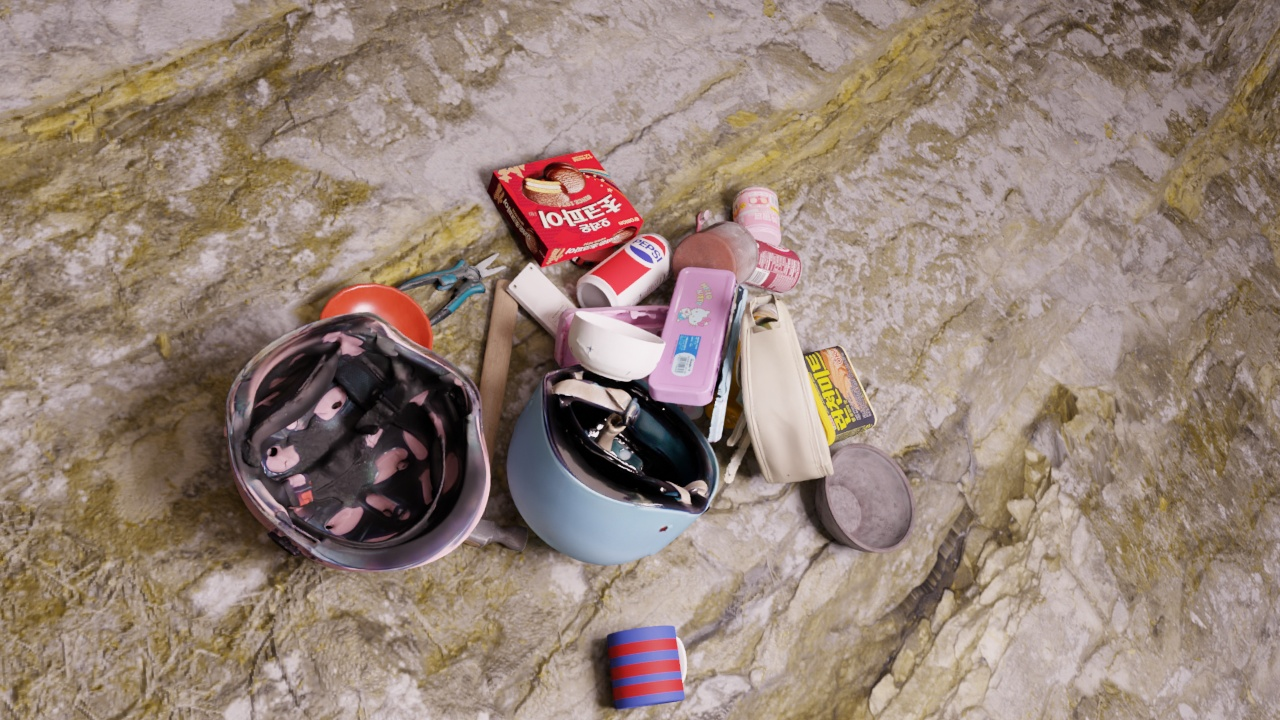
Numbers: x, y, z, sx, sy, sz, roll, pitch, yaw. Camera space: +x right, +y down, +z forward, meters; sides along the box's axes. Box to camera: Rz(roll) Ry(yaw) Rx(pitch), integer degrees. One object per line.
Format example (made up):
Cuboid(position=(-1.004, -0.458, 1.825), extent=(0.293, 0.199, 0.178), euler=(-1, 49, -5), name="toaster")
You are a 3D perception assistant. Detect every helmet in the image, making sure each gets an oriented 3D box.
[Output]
Cuboid(position=(-0.275, 0.096, 0.887), extent=(0.255, 0.153, 0.229), euler=(40, 52, -6), name="helmet")
Cuboid(position=(-0.038, 0.113, 0.994), extent=(0.225, 0.167, 0.264), euler=(45, 28, 10), name="helmet")

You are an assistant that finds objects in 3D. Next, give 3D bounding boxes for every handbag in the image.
Cuboid(position=(0.150, 0.046, 1.105), extent=(0.132, 0.229, 0.183), euler=(-10, 69, 10), name="handbag")

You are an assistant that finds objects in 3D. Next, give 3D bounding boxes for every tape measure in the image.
Cuboid(position=(-0.062, -0.143, 1.201), extent=(0.051, 0.019, 0.058), euler=(26, 50, -19), name="tape measure")

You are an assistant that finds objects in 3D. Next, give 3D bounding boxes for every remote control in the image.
Cuboid(position=(-0.103, -0.057, 1.132), extent=(0.136, 0.011, 0.050), euler=(46, 54, -13), name="remote control")

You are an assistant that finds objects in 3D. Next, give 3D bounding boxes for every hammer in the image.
Cuboid(position=(-0.170, 0.048, 1.046), extent=(0.119, 0.031, 0.330), euler=(17, 61, -22), name="hammer")

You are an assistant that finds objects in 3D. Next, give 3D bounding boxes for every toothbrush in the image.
Cuboid(position=(0.077, -0.160, 1.289), extent=(0.021, 0.016, 0.134), euler=(33, 55, -26), name="toothbrush")

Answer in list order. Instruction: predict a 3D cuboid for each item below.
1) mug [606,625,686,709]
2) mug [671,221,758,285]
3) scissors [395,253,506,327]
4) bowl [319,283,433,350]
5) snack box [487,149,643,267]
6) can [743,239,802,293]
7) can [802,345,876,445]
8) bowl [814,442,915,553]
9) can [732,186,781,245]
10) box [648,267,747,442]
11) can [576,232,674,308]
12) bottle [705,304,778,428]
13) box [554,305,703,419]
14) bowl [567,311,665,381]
Cuboid(position=(0.016, 0.332, 0.994), extent=(0.111, 0.075, 0.076), euler=(21, 54, -51), name="mug")
Cuboid(position=(0.093, -0.118, 1.212), extent=(0.096, 0.123, 0.110), euler=(28, 24, 19), name="mug")
Cuboid(position=(-0.223, -0.088, 1.087), extent=(0.150, 0.019, 0.120), euler=(7, 63, -28), name="scissors")
Cuboid(position=(-0.292, -0.023, 1.007), extent=(0.122, 0.035, 0.121), euler=(12, 62, -24), name="bowl")
Cuboid(position=(-0.096, -0.199, 1.183), extent=(0.151, 0.036, 0.132), euler=(-22, 68, -35), name="snack box")
Cuboid(position=(0.167, -0.137, 1.298), extent=(0.114, 0.063, 0.063), euler=(13, 62, -23), name="can")
Cuboid(position=(0.246, 0.051, 1.248), extent=(0.100, 0.073, 0.130), euler=(-13, 74, -36), name="can")
Cuboid(position=(0.283, 0.187, 1.205), extent=(0.144, 0.067, 0.144), euler=(12, 62, -24), name="bowl")
Cuboid(position=(0.168, -0.202, 1.327), extent=(0.067, 0.067, 0.076), euler=(13, 61, -24), name="can")
Cuboid(position=(0.074, -0.008, 1.090), extent=(0.090, 0.093, 0.213), euler=(6, 46, 11), name="box")
Cuboid(position=(-0.017, -0.107, 1.177), extent=(0.070, 0.070, 0.131), euler=(49, 54, 0), name="can")
Cuboid(position=(0.141, 0.003, 1.222), extent=(0.053, 0.053, 0.185), euler=(34, 56, -11), name="bottle")
Cuboid(position=(-0.012, 0.005, 1.136), extent=(0.201, 0.059, 0.156), euler=(-3, 102, -30), name="box")
Cuboid(position=(-0.030, -0.012, 0.996), extent=(0.104, 0.105, 0.054), euler=(17, 100, -21), name="bowl")
